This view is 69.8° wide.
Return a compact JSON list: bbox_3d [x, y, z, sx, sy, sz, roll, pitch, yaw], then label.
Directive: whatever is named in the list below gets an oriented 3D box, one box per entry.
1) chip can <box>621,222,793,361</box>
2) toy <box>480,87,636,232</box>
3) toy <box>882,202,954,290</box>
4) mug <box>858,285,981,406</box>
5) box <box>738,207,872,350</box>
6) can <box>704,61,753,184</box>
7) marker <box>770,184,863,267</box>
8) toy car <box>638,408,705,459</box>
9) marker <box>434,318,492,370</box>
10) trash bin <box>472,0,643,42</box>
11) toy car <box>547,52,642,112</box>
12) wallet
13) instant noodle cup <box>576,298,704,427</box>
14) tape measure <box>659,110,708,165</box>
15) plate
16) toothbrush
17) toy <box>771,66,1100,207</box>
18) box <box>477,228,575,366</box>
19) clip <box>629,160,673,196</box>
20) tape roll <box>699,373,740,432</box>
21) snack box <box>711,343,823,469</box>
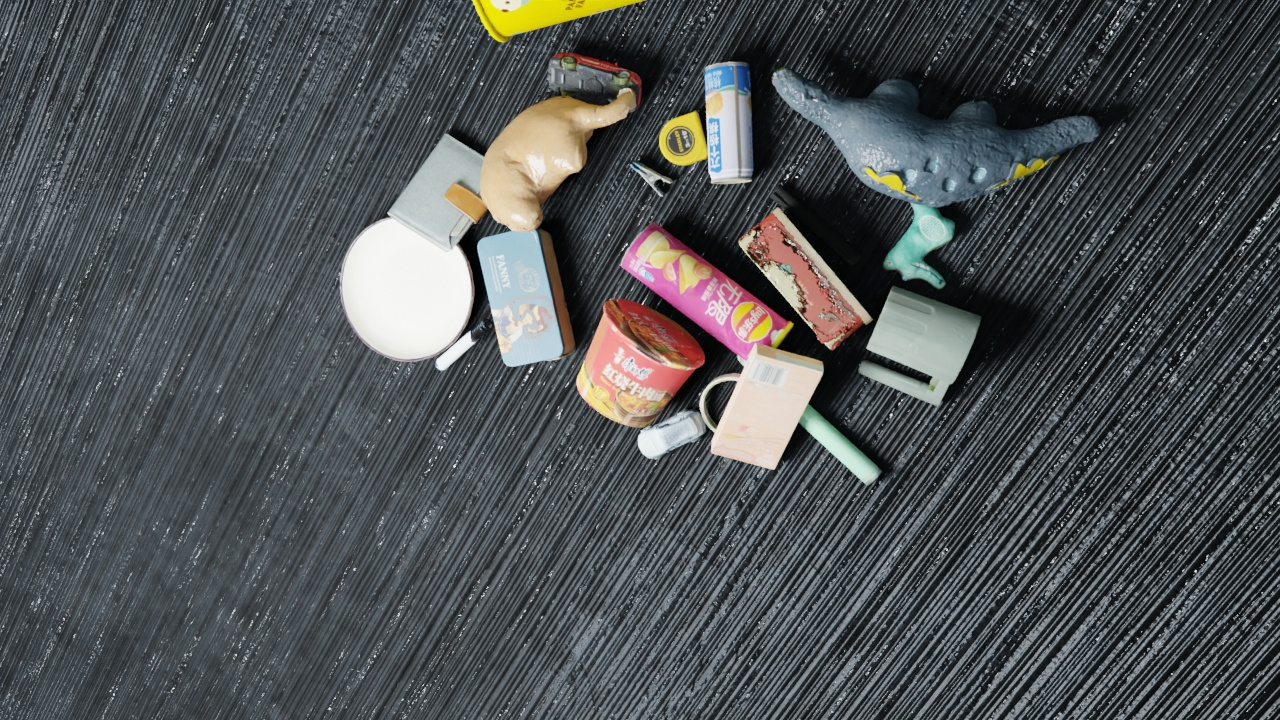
[{"bbox_3d":[0.079,-0.078,1.105,0.210,0.071,0.071,37,104,8],"label":"chip can"},{"bbox_3d":[-0.107,-0.259,1.102,0.226,0.082,0.143,-46,58,15],"label":"toy"},{"bbox_3d":[0.324,-0.129,1.056,0.096,0.030,0.092,41,109,10],"label":"toy"},{"bbox_3d":[0.316,-0.015,1.054,0.103,0.083,0.124,23,127,12],"label":"mug"},{"bbox_3d":[0.185,-0.089,1.065,0.077,0.091,0.168,-41,86,12],"label":"box"},{"bbox_3d":[0.105,-0.278,1.081,0.053,0.053,0.134,-1,97,15],"label":"can"},{"bbox_3d":[0.208,-0.159,1.086,0.132,0.022,0.020,43,141,6],"label":"marker"},{"bbox_3d":[0.038,0.094,1.158,0.091,0.034,0.043,-26,94,18],"label":"toy car"},{"bbox_3d":[-0.232,-0.019,1.193,0.018,0.022,0.131,47,132,-10],"label":"marker"},{"bbox_3d":[-0.057,-0.494,1.017,0.255,0.229,0.229,-6,95,9],"label":"trash bin"},{"bbox_3d":[-0.053,-0.340,1.114,0.120,0.045,0.053,22,139,12],"label":"toy car"},{"bbox_3d":[-0.244,-0.212,1.168,0.106,0.037,0.129,32,80,9],"label":"wallet"},{"bbox_3d":[-0.007,0.006,1.113,0.138,0.137,0.109,34,113,8],"label":"instant noodle cup"},{"bbox_3d":[0.053,-0.265,1.109,0.057,0.028,0.060,-15,93,15],"label":"tape measure"},{"bbox_3d":[-0.304,-0.096,1.219,0.192,0.039,0.192,2,97,14],"label":"plate"},{"bbox_3d":[0.201,0.068,1.115,0.224,0.027,0.026,43,109,6],"label":"toothbrush"},{"bbox_3d":[0.310,-0.243,1.015,0.356,0.091,0.138,15,88,10],"label":"toy"},{"bbox_3d":[-0.145,-0.086,1.169,0.090,0.059,0.184,-14,95,15],"label":"box"},{"bbox_3d":[0.013,-0.228,1.128,0.057,0.024,0.029,40,108,2],"label":"clip"},{"bbox_3d":[0.116,0.058,1.132,0.086,0.013,0.086,7,113,17],"label":"tape roll"},{"bbox_3d":[0.148,0.057,1.086,0.084,0.026,0.158,16,125,-6],"label":"snack box"}]
